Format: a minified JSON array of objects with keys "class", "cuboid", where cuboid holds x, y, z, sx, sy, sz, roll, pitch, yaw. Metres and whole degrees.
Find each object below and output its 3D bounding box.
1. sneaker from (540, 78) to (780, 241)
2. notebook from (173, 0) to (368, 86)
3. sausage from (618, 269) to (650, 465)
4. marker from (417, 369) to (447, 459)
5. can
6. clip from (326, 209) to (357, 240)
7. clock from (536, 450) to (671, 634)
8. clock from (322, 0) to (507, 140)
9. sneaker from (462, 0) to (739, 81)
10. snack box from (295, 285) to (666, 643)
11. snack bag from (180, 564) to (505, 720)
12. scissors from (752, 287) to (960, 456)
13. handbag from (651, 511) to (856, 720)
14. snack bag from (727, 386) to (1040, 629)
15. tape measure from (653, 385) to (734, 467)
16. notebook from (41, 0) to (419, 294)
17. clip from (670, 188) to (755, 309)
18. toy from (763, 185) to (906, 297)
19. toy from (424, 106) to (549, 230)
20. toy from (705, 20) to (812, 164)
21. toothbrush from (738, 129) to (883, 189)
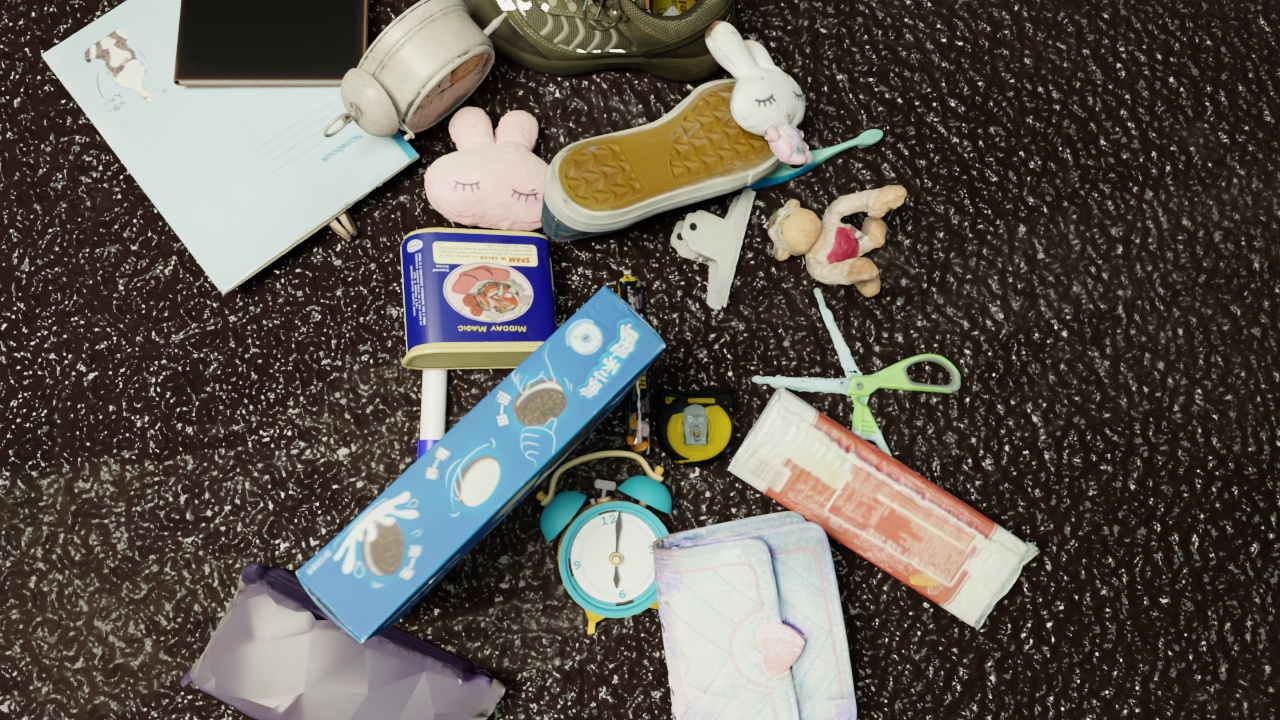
[{"class":"sneaker","cuboid":[0.022,-0.146,0.712,0.234,0.079,0.087,-29,81,-30]},{"class":"notebook","cuboid":[-0.289,-0.311,0.731,0.141,0.008,0.209,-2,73,-6]},{"class":"sausage","cuboid":[-0.004,0.004,0.713,0.020,0.020,0.155,-2,81,-6]},{"class":"marker","cuboid":[-0.157,0.018,0.696,0.020,0.020,0.141,1,80,-5]},{"class":"can","cuboid":[-0.119,-0.045,0.680,0.116,0.057,0.092,-1,78,-25]},{"class":"clip","cuboid":[-0.241,-0.122,0.711,0.059,0.026,0.052,10,77,4]},{"class":"clock","cuboid":[-0.021,0.132,0.679,0.099,0.044,0.129,-11,89,-7]},{"class":"clock","cuboid":[-0.169,-0.203,0.678,0.061,0.104,0.156,48,62,-4]},{"class":"sneaker","cuboid":[-0.033,-0.284,0.696,0.238,0.143,0.101,8,80,-4]},{"class":"snack box","cuboid":[-0.098,0.072,0.594,0.056,0.196,0.238,46,74,2]},{"class":"snack bag","cuboid":[-0.205,0.225,0.636,0.205,0.058,0.096,26,78,0]},{"class":"scissors","cuboid":[0.173,0.025,0.728,0.171,0.023,0.172,1,86,-3]},{"class":"handbag","cuboid":[0.078,0.196,0.651,0.126,0.069,0.158,-10,95,-9]},{"class":"snack bag","cuboid":[0.180,0.110,0.695,0.225,0.041,0.077,32,97,-1]},{"class":"tape measure","cuboid":[0.042,0.051,0.701,0.061,0.034,0.061,-3,82,-5]},{"class":"notebook","cuboid":[-0.318,-0.198,0.710,0.181,0.009,0.253,-39,80,-10]},{"class":"clip","cuboid":[0.053,-0.096,0.739,0.055,0.045,0.101,18,78,-9]},{"class":"toy","cuboid":[0.147,-0.102,0.719,0.106,0.074,0.085,17,86,22]},{"class":"toy","cuboid":[-0.113,-0.150,0.715,0.108,0.053,0.105,-1,68,-12]},{"class":"toy","cuboid":[0.095,-0.202,0.699,0.079,0.038,0.122,-20,80,-50]},{"class":"toothbrush","cuboid":[0.137,-0.166,0.759,0.135,0.017,0.022,-19,83,-6]}]
